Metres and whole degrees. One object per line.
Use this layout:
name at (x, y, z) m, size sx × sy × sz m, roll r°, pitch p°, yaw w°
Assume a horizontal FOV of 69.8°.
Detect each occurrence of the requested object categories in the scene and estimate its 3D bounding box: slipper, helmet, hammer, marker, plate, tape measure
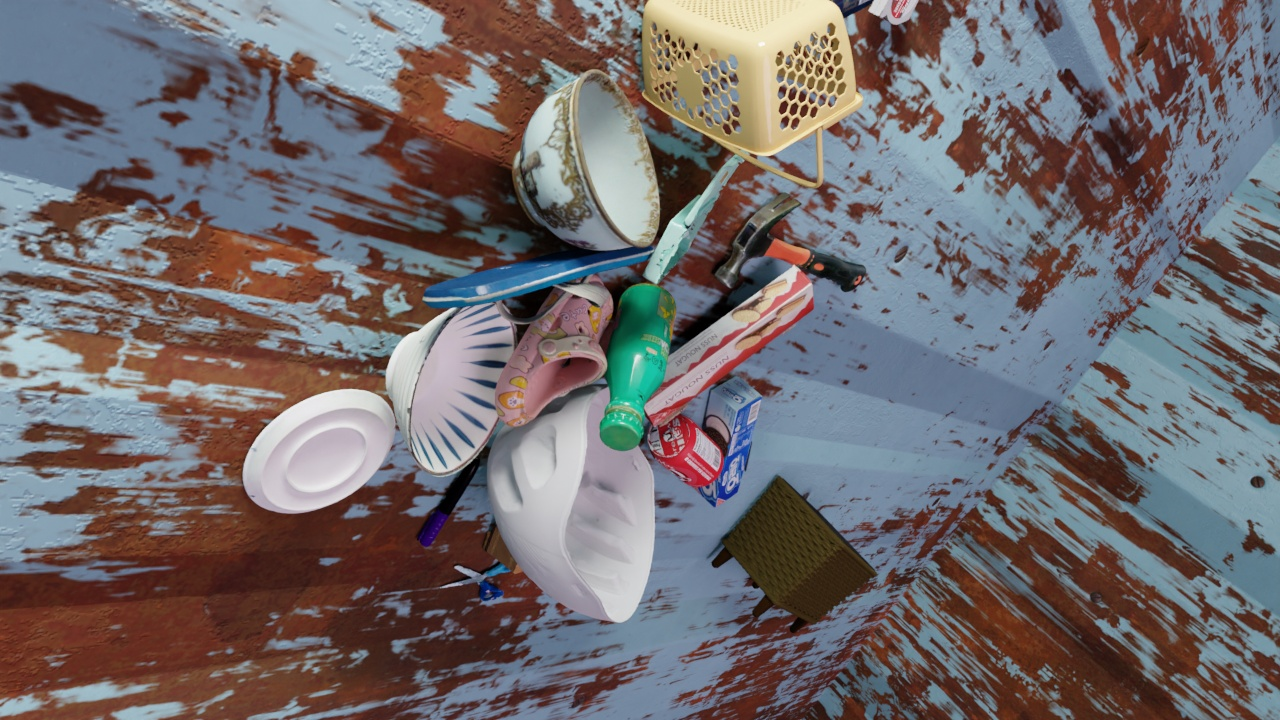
slipper at (-0.075, -0.009, 0.953) m, size 0.196 × 0.081 × 0.093 m, roll -56°, pitch 156°, yaw -31°
slipper at (-0.077, -0.068, 0.853) m, size 0.294 × 0.118 × 0.060 m, roll -24°, pitch 106°, yaw -55°
helmet at (-0.061, 0.166, 1.061) m, size 0.282 × 0.184 × 0.223 m, roll 56°, pitch 38°, yaw -26°
hammer at (0.228, -0.138, 1.253) m, size 0.332 × 0.033 × 0.133 m, roll 9°, pitch 118°, yaw -53°
marker at (-0.225, 0.166, 1.078) m, size 0.018 × 0.015 × 0.134 m, roll 26°, pitch 107°, yaw -27°
plate at (-0.311, 0.094, 0.905) m, size 0.156 × 0.014 × 0.157 m, roll -30°, pitch 144°, yaw -25°
tape measure at (0.291, -0.413, 1.035) m, size 0.062 × 0.020 × 0.060 m, roll -3°, pitch 127°, yaw -48°

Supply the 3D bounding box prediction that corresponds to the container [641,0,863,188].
container at (0.095, -0.250, 0.843) m, size 0.129 × 0.183 × 0.167 m, roll -34°, pitch 138°, yaw -19°

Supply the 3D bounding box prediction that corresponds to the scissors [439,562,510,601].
scissors at (-0.218, 0.301, 1.232) m, size 0.133 × 0.015 × 0.104 m, roll -4°, pitch 129°, yaw -44°

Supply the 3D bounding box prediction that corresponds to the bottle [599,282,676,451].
bottle at (-0.006, 0.006, 0.994) m, size 0.068 × 0.068 × 0.209 m, roll 93°, pitch 6°, yaw -45°

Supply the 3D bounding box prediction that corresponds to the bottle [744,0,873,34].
bottle at (0.172, -0.360, 0.926) m, size 0.160 × 0.056 × 0.056 m, roll -32°, pitch 144°, yaw -22°

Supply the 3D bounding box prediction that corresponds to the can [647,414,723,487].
can at (0.065, 0.129, 1.309) m, size 0.074 × 0.074 × 0.142 m, roll -46°, pitch 147°, yaw -1°

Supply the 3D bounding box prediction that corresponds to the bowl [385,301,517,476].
bowl at (-0.194, 0.017, 0.881) m, size 0.176 × 0.071 × 0.178 m, roll -52°, pitch 151°, yaw -45°

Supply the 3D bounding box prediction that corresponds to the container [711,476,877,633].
container at (0.290, 0.387, 1.752) m, size 0.205 × 0.176 × 0.321 m, roll -44°, pitch 147°, yaw 3°

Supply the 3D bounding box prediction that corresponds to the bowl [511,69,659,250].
bowl at (-0.057, -0.167, 0.821) m, size 0.094 × 0.159 × 0.160 m, roll -13°, pitch 155°, yaw 23°

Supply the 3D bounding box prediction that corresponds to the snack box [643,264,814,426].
snack box at (0.110, -0.016, 1.204) m, size 0.273 × 0.044 × 0.077 m, roll -36°, pitch 152°, yaw -5°

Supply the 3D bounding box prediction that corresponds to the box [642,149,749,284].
box at (0.061, -0.156, 0.955) m, size 0.136 × 0.033 × 0.186 m, roll -61°, pitch 178°, yaw 20°

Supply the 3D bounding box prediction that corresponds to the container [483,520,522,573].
container at (-0.148, 0.216, 1.174) m, size 0.063 × 0.061 × 0.114 m, roll -8°, pitch 131°, yaw -44°

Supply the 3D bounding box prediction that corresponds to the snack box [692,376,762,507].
snack box at (0.129, 0.127, 1.397) m, size 0.059 × 0.059 × 0.227 m, roll -29°, pitch 144°, yaw -31°
